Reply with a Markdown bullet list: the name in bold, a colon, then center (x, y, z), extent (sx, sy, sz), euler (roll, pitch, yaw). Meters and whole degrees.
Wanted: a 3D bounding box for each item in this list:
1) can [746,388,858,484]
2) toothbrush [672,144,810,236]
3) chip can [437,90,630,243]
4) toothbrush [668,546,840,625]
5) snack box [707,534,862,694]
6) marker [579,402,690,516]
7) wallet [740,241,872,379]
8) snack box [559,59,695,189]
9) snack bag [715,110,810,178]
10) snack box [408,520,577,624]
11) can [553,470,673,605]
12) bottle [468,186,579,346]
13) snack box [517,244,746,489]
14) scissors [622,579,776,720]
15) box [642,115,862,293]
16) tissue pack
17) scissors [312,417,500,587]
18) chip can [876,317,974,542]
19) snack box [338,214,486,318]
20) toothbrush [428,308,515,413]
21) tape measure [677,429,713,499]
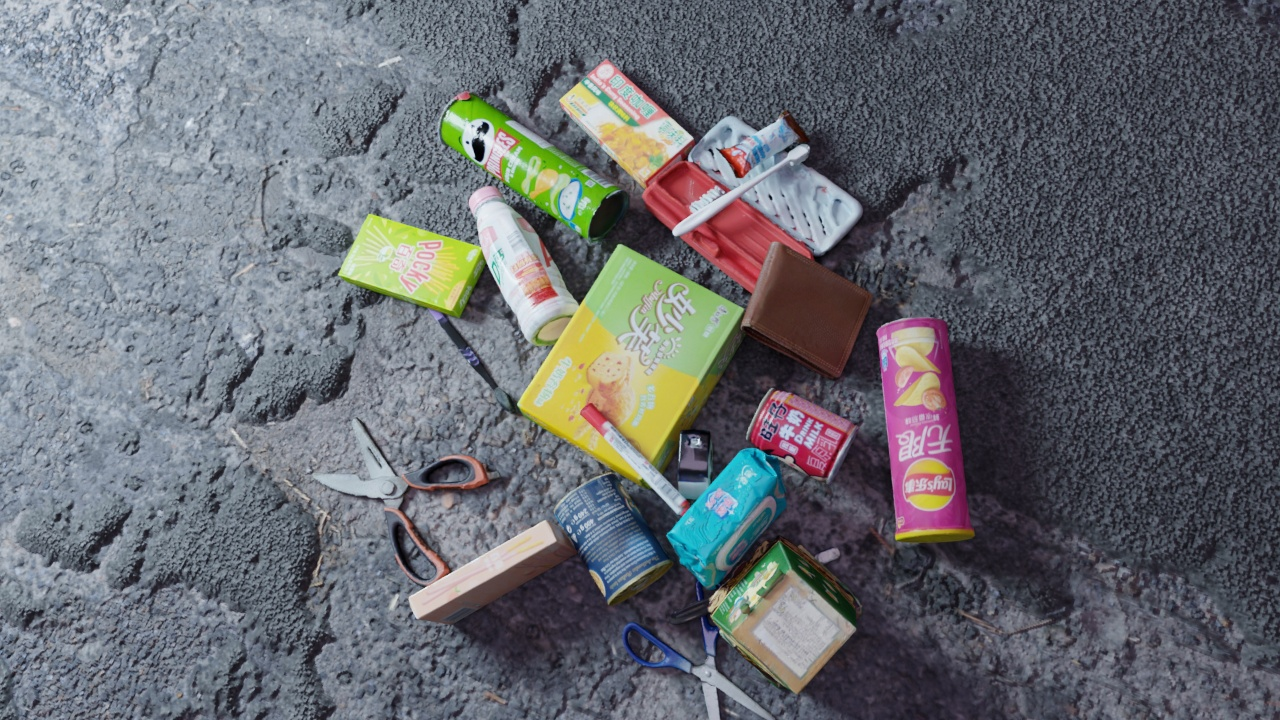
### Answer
- **can**: center (0.160, 0.074, 0.911), extent (0.094, 0.066, 0.066), euler (27, 81, 17)
- **toothbrush**: center (0.109, -0.181, 0.985), extent (0.180, 0.016, 0.016), euler (-34, 63, -10)
- **chip can**: center (-0.124, -0.222, 1.049), extent (0.236, 0.072, 0.072), euler (35, 83, 18)
- **toothbrush**: center (0.112, 0.221, 0.897), extent (0.181, 0.018, 0.015), euler (-22, 78, 0)
- **snack box**: center (0.134, 0.237, 0.834), extent (0.117, 0.105, 0.118), euler (42, 90, 3)
- **marker**: center (-0.005, 0.096, 0.890), extent (0.017, 0.017, 0.145), euler (-44, 73, -4)
- **wallet**: center (0.169, -0.051, 0.938), extent (0.124, 0.032, 0.101), euler (27, 78, -13)
- **snack box**: center (-0.016, -0.274, 1.066), extent (0.077, 0.027, 0.156), euler (-42, 71, -4)
- **snack bag**: center (0.134, -0.236, 1.003), extent (0.104, 0.026, 0.048), euler (-30, 75, -12)
- **snack box**: center (-0.144, 0.214, 0.920), extent (0.157, 0.084, 0.026), euler (-30, 68, 1)
- **can**: center (-0.029, 0.176, 0.913), extent (0.075, 0.075, 0.111), euler (-35, 70, -1)
- **bottle**: center (-0.136, -0.110, 1.024), extent (0.068, 0.068, 0.197), euler (-31, 67, 1)
- **snack box**: center (-0.006, 0.006, 0.960), extent (0.158, 0.070, 0.210), euler (29, 82, 17)
- **scissors**: center (0.059, 0.293, 0.896), extent (0.162, 0.012, 0.174), euler (10, 76, 11)
- **box**: center (0.121, -0.169, 1.007), extent (0.201, 0.039, 0.158), euler (41, 73, 19)
- **tissue pack**: center (0.089, 0.151, 0.885), extent (0.050, 0.093, 0.133), euler (37, 78, 29)
- **scissors**: center (-0.259, 0.151, 0.998), extent (0.226, 0.015, 0.188), euler (-3, 74, 11)
- **chip can**: center (0.274, 0.067, 0.888), extent (0.071, 0.071, 0.210), euler (-4, 73, 10)
- **snack box**: center (-0.263, -0.111, 1.065), extent (0.156, 0.026, 0.085), euler (18, 74, 16)
- **toothbrush**: center (-0.197, -0.011, 1.032), extent (0.014, 0.017, 0.189), euler (-39, 69, -6)
- **tape measure**: center (0.056, 0.107, 0.922), extent (0.033, 0.066, 0.066), euler (0, 73, 9)
